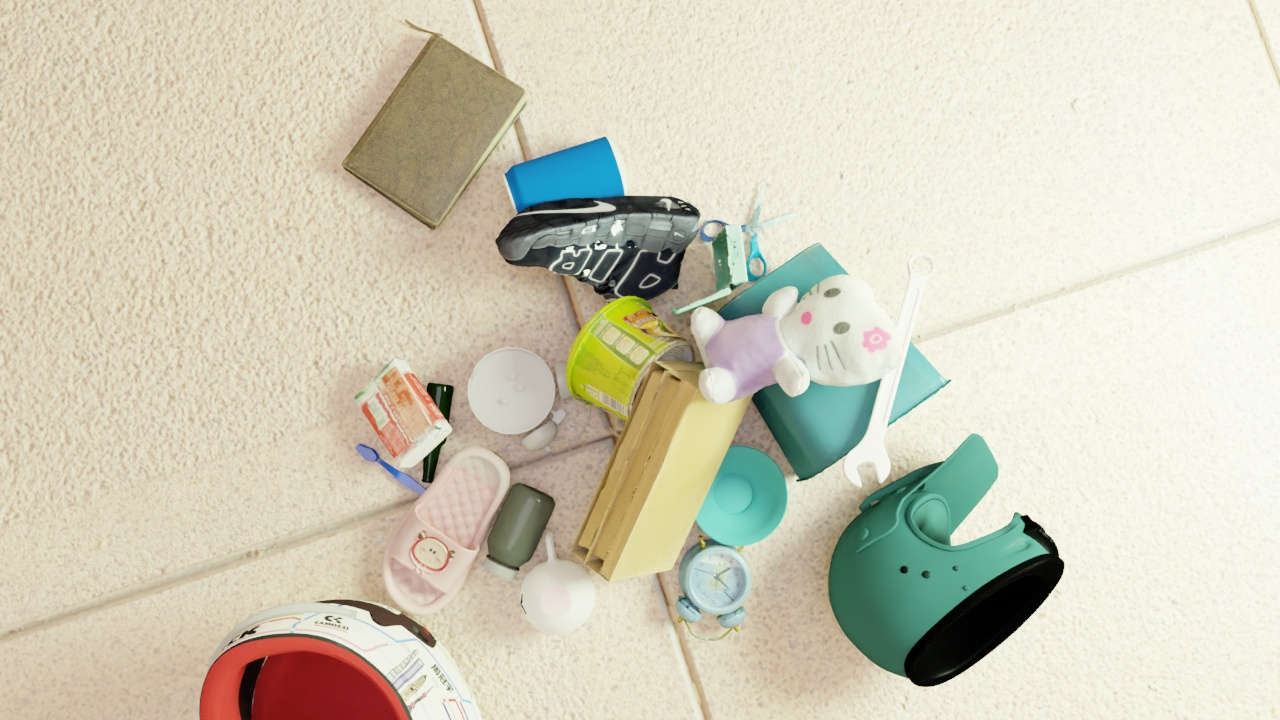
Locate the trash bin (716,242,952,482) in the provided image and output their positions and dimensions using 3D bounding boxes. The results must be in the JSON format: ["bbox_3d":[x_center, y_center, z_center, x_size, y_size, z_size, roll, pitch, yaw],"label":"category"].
[{"bbox_3d":[0.210,0.000,1.093,0.196,0.199,0.218,-34,81,-5],"label":"trash bin"}]

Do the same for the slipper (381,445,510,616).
[{"bbox_3d":[-0.237,0.204,1.111,0.107,0.055,0.221,30,91,-1],"label":"slipper"}]

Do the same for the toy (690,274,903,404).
[{"bbox_3d":[0.162,-0.014,0.962,0.209,0.085,0.137,-13,51,10],"label":"toy"}]

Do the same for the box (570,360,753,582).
[{"bbox_3d":[0.020,0.124,1.059,0.092,0.128,0.249,33,107,38],"label":"box"}]

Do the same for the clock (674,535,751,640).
[{"bbox_3d":[0.090,0.281,1.128,0.089,0.052,0.124,11,85,-4],"label":"clock"}]

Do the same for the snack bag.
[{"bbox_3d":[-0.288,0.065,1.113,0.077,0.036,0.116,-43,72,11],"label":"snack bag"}]

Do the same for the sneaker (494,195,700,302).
[{"bbox_3d":[-0.051,-0.114,1.114,0.252,0.097,0.151,-9,120,-20],"label":"sneaker"}]

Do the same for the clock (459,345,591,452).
[{"bbox_3d":[-0.138,0.046,1.130,0.159,0.061,0.120,23,85,0],"label":"clock"}]

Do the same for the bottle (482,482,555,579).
[{"bbox_3d":[-0.150,0.208,1.118,0.060,0.060,0.108,25,85,-1],"label":"bottle"}]

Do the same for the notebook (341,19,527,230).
[{"bbox_3d":[-0.275,-0.303,1.163,0.190,0.034,0.215,34,85,1],"label":"notebook"}]

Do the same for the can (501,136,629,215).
[{"bbox_3d":[-0.092,-0.222,1.143,0.146,0.079,0.079,-19,87,-4],"label":"can"}]

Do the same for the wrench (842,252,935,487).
[{"bbox_3d":[0.273,0.007,0.989,0.047,0.009,0.273,17,76,8],"label":"wrench"}]

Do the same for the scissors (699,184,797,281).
[{"bbox_3d":[0.135,-0.169,1.181,0.127,0.014,0.127,15,87,0],"label":"scissors"}]

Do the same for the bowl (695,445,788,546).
[{"bbox_3d":[0.119,0.166,1.140,0.121,0.046,0.121,0,86,-3],"label":"bowl"}]

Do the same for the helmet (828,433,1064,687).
[{"bbox_3d":[0.341,0.229,1.072,0.275,0.200,0.176,-43,133,8],"label":"helmet"}]

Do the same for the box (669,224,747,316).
[{"bbox_3d":[0.076,-0.102,1.083,0.113,0.187,0.078,-28,91,4],"label":"box"}]

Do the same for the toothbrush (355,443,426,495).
[{"bbox_3d":[-0.276,0.159,1.140,0.187,0.011,0.016,35,85,0],"label":"toothbrush"}]

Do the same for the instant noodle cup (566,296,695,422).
[{"bbox_3d":[-0.006,0.006,1.086,0.098,0.146,0.146,33,84,29],"label":"instant noodle cup"}]

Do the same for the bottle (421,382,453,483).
[{"bbox_3d":[-0.255,0.090,1.136,0.033,0.033,0.123,7,86,-2],"label":"bottle"}]

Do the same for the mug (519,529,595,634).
[{"bbox_3d":[-0.103,0.267,1.107,0.090,0.076,0.124,-8,86,-3],"label":"mug"}]

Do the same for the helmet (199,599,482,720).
[{"bbox_3d":[-0.315,0.386,1.008,0.231,0.236,0.314,-41,96,-1],"label":"helmet"}]
